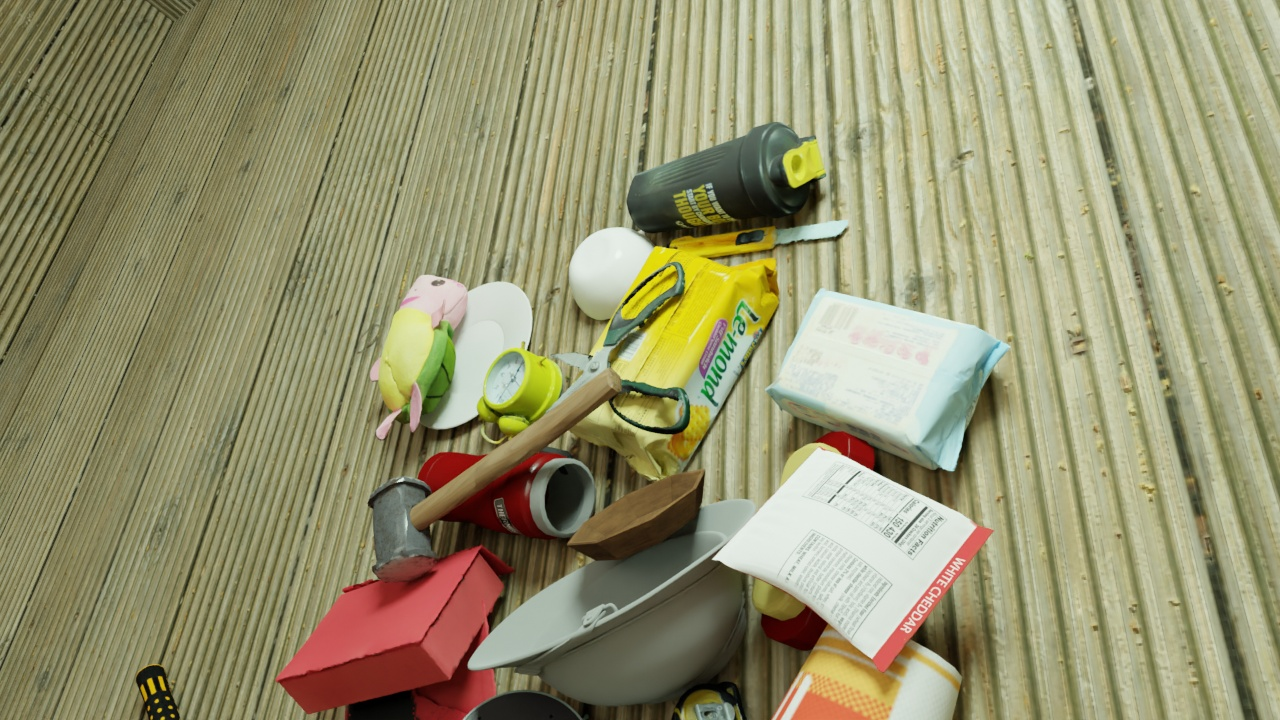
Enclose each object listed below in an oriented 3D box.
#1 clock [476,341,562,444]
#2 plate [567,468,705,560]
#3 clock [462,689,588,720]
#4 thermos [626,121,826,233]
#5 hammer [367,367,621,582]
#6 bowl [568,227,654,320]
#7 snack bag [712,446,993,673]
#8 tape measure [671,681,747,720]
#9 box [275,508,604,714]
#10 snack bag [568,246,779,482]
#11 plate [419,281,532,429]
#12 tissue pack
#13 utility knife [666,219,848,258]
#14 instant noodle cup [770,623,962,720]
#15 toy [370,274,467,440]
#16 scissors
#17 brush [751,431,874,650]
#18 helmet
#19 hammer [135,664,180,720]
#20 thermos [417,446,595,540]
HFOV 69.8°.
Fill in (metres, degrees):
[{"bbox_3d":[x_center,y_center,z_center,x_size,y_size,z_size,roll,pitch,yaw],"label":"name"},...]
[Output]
[{"bbox_3d":[-0.139,0.041,1.033,0.083,0.057,0.119,26,87,46],"label":"clock"},{"bbox_3d":[0.003,0.137,0.794,0.131,0.025,0.131,-27,4,2],"label":"plate"},{"bbox_3d":[-0.111,0.342,0.756,0.159,0.045,0.122,-10,48,-14],"label":"clock"},{"bbox_3d":[0.088,-0.189,0.979,0.221,0.098,0.098,-6,59,44],"label":"thermos"},{"bbox_3d":[-0.145,0.104,0.877,0.329,0.052,0.098,-34,50,24],"label":"hammer"},{"bbox_3d":[-0.040,-0.108,1.053,0.115,0.050,0.114,-21,51,28],"label":"bowl"},{"bbox_3d":[0.145,0.127,0.639,0.144,0.039,0.130,27,57,39],"label":"snack bag"},{"bbox_3d":[0.055,0.281,0.709,0.061,0.061,0.034,-112,24,-42],"label":"tape measure"},{"bbox_3d":[-0.168,0.266,1.064,0.215,0.477,0.171,-22,73,27],"label":"box"},{"bbox_3d":[0.024,-0.011,0.923,0.160,0.068,0.247,20,76,46],"label":"snack bag"},{"bbox_3d":[-0.213,-0.006,1.155,0.209,0.015,0.208,-21,51,28],"label":"plate"},{"bbox_3d":[0.201,0.014,0.759,0.182,0.070,0.112,22,78,43],"label":"tissue pack"},{"bbox_3d":[0.115,-0.127,0.967,0.225,0.019,0.030,-2,70,36],"label":"utility knife"},{"bbox_3d":[0.148,0.249,0.615,0.124,0.123,0.121,10,62,43],"label":"instant noodle cup"},{"bbox_3d":[-0.272,-0.006,1.127,0.191,0.087,0.237,-39,36,40],"label":"toy"},{"bbox_3d":[-0.005,0.005,0.876,0.202,0.015,0.204,-45,47,4],"label":"scissors"},{"bbox_3d":[0.132,0.137,0.724,0.082,0.042,0.173,-38,32,66],"label":"brush"},{"bbox_3d":[0.000,0.225,0.748,0.271,0.117,0.183,-30,3,12],"label":"helmet"},{"bbox_3d":[-0.555,0.476,1.105,0.123,0.036,0.321,-52,45,-3],"label":"hammer"},{"bbox_3d":[-0.137,0.129,0.958,0.199,0.084,0.107,-2,34,41],"label":"thermos"}]
